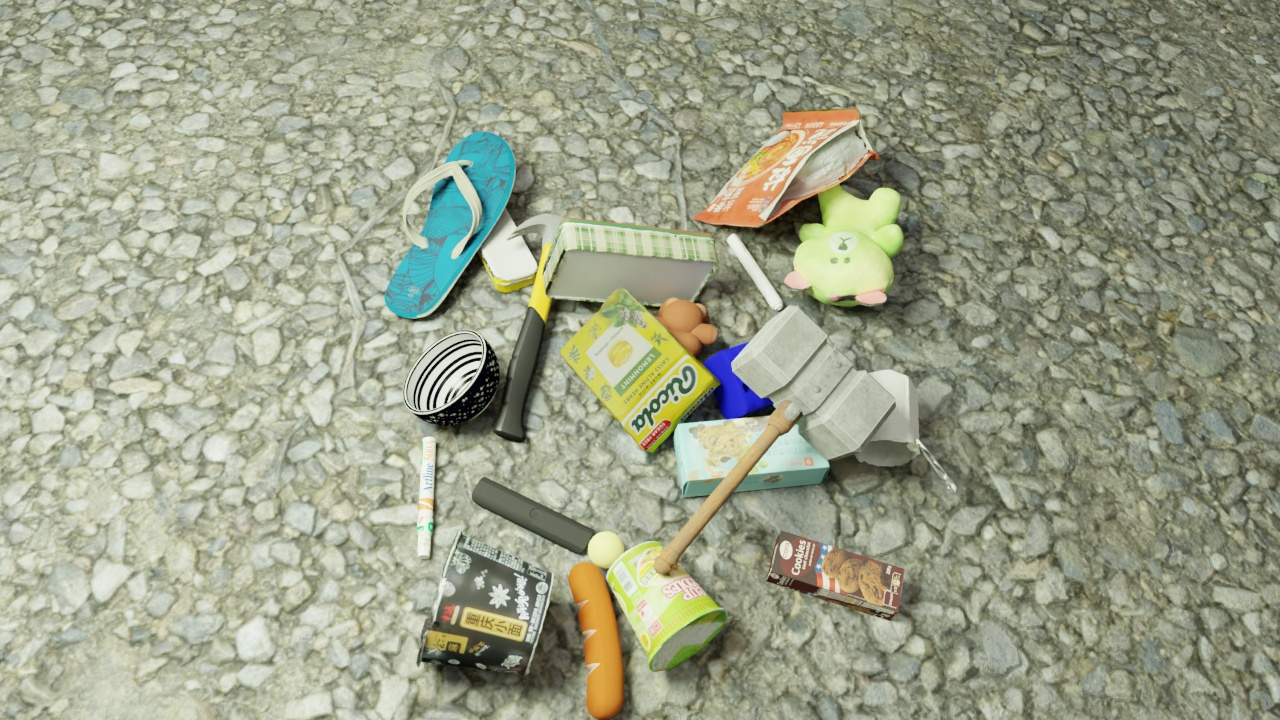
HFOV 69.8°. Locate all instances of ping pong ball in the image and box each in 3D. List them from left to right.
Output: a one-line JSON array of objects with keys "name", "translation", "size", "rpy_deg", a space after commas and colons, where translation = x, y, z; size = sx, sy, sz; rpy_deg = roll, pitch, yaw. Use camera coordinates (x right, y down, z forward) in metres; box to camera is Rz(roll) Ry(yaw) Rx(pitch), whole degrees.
[{"name": "ping pong ball", "translation": [-0.038, 0.210, 1.016], "size": [0.040, 0.040, 0.040], "rpy_deg": [2, 58, -3]}]

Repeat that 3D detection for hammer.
[{"name": "hammer", "translation": [-0.133, -0.050, 1.162], "size": [0.127, 0.029, 0.322], "rpy_deg": [23, 60, -20]}, {"name": "hammer", "translation": [0.118, 0.107, 0.989], "size": [0.162, 0.083, 0.317], "rpy_deg": [43, 70, -1]}]

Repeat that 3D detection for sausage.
[{"name": "sausage", "translation": [-0.045, 0.291, 0.965], "size": [0.044, 0.039, 0.164], "rpy_deg": [-7, 59, -9]}]

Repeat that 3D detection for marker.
[{"name": "marker", "translation": [-0.245, 0.155, 1.049], "size": [0.017, 0.017, 0.145], "rpy_deg": [-2, 58, -5]}, {"name": "marker", "translation": [0.156, -0.120, 1.247], "size": [0.017, 0.020, 0.133], "rpy_deg": [-26, 63, -8]}]

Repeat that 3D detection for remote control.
[{"name": "remote control", "translation": [-0.123, 0.176, 1.046], "size": [0.147, 0.015, 0.033], "rpy_deg": [24, 60, 11]}]

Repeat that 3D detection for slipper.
[{"name": "slipper", "translation": [-0.251, -0.190, 1.206], "size": [0.118, 0.060, 0.294], "rpy_deg": [17, 70, 15]}]

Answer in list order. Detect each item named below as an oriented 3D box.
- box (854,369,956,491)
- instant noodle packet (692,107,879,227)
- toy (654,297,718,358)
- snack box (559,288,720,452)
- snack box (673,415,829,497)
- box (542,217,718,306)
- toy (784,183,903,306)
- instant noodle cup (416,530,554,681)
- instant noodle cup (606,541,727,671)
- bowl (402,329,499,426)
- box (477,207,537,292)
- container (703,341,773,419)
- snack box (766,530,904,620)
[{"name": "box", "translation": [0.309, 0.085, 1.078], "size": [0.126, 0.084, 0.155], "rpy_deg": [-8, 55, 30]}, {"name": "instant noodle packet", "translation": [0.192, -0.251, 1.269], "size": [0.220, 0.084, 0.164], "rpy_deg": [-42, 30, -15]}, {"name": "toy", "translation": [0.049, -0.018, 1.161], "size": [0.095, 0.065, 0.127], "rpy_deg": [9, 68, 5]}, {"name": "snack box", "translation": [-0.006, 0.007, 1.115], "size": [0.121, 0.045, 0.181], "rpy_deg": [-45, 67, 6]}, {"name": "snack box", "translation": [0.129, 0.111, 1.082], "size": [0.174, 0.053, 0.074], "rpy_deg": [-5, 60, -6]}, {"name": "box", "translation": [-0.014, -0.119, 1.155], "size": [0.205, 0.118, 0.051], "rpy_deg": [3, 61, -18]}, {"name": "toy", "translation": [0.276, -0.143, 1.225], "size": [0.150, 0.107, 0.196], "rpy_deg": [12, 65, 26]}, {"name": "instant noodle cup", "translation": [-0.153, 0.253, 0.933], "size": [0.112, 0.138, 0.137], "rpy_deg": [16, 58, -4]}, {"name": "instant noodle cup", "translation": [0.022, 0.253, 0.967], "size": [0.098, 0.099, 0.108], "rpy_deg": [-26, 56, -19]}, {"name": "bowl", "translation": [-0.214, 0.031, 1.093], "size": [0.120, 0.066, 0.120], "rpy_deg": [-20, 45, 21]}, {"name": "box", "translation": [-0.206, -0.182, 1.251], "size": [0.064, 0.037, 0.209], "rpy_deg": [-21, 62, -18]}, {"name": "container", "translation": [0.150, 0.015, 1.113], "size": [0.113, 0.085, 0.085], "rpy_deg": [-19, 83, -18]}, {"name": "snack box", "translation": [0.216, 0.239, 1.020], "size": [0.141, 0.032, 0.050], "rpy_deg": [17, 58, 6]}]
